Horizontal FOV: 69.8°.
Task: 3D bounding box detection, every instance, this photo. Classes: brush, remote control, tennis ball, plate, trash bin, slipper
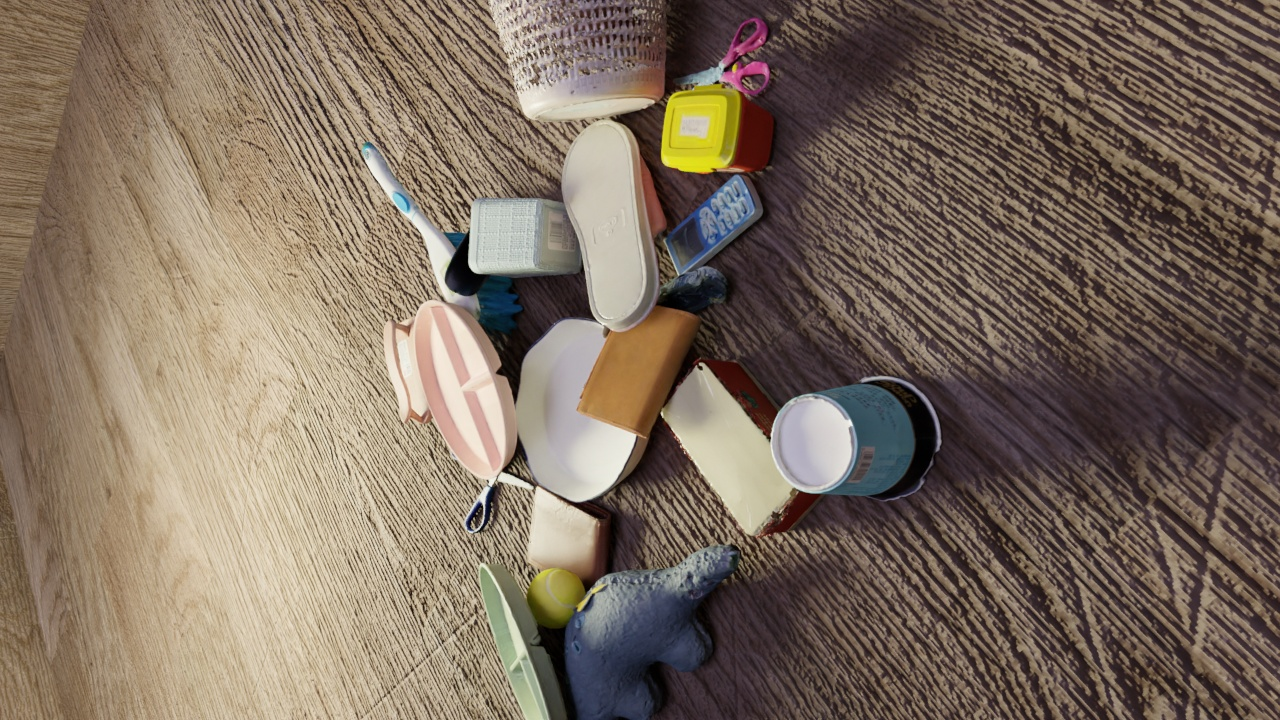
[{"bbox_3d":[-0.306,0.015,1.243,0.063,0.073,0.145,-16,80,42],"label":"brush"},{"bbox_3d":[-0.194,-0.138,1.121,0.024,0.053,0.136,115,179,-62],"label":"remote control"},{"bbox_3d":[-0.093,0.262,1.011,0.066,0.065,0.065,-2,88,43],"label":"tennis ball"},{"bbox_3d":[-0.063,0.054,1.034,0.205,0.045,0.205,-2,88,44],"label":"plate"},{"bbox_3d":[-0.214,0.034,1.123,0.229,0.028,0.230,32,132,43],"label":"plate"},{"bbox_3d":[0.073,-0.134,0.925,0.125,0.024,0.049,-37,65,41],"label":"remote control"},{"bbox_3d":[-0.061,-0.356,0.946,0.228,0.226,0.192,-1,100,43],"label":"trash bin"},{"bbox_3d":[-0.024,-0.147,0.985,0.114,0.054,0.274,-33,53,28],"label":"slipper"},{"bbox_3d":[-0.259,-0.164,1.179,0.061,0.109,0.314,-48,59,34],"label":"brush"},{"bbox_3d":[-0.132,0.334,1.035,0.230,0.027,0.231,51,150,44],"label":"plate"}]

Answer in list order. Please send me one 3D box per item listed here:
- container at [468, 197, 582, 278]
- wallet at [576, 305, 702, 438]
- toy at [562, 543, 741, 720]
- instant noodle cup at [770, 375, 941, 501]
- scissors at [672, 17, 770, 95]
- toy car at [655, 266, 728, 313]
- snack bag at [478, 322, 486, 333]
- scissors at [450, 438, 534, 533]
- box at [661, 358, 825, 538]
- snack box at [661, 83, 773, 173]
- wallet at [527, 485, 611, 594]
[{"bbox_3d":[-0.129,-0.144,1.074,0.112,0.089,0.090,5,92,39],"label":"container"},{"bbox_3d":[-0.006,0.005,0.927,0.108,0.031,0.131,15,76,43],"label":"wallet"},{"bbox_3d":[-0.010,0.295,0.949,0.138,0.091,0.357,40,118,23],"label":"toy"},{"bbox_3d":[0.171,0.066,0.762,0.111,0.120,0.111,-2,87,43],"label":"instant noodle cup"},{"bbox_3d":[0.080,-0.301,0.931,0.138,0.017,0.093,8,96,47],"label":"scissors"},{"bbox_3d":[0.050,-0.070,0.935,0.091,0.043,0.034,-23,39,45],"label":"toy car"},{"bbox_3d":[-0.236,-0.042,1.208,0.104,0.026,0.048,12,124,44],"label":"snack bag"},{"bbox_3d":[-0.196,0.147,1.177,0.162,0.012,0.176,39,114,37],"label":"scissors"},{"bbox_3d":[0.091,0.081,0.867,0.168,0.076,0.091,53,122,31],"label":"box"},{"bbox_3d":[0.077,-0.219,0.886,0.091,0.080,0.082,12,98,43],"label":"snack box"},{"bbox_3d":[-0.081,0.208,1.057,0.125,0.032,0.101,18,105,42],"label":"wallet"}]
